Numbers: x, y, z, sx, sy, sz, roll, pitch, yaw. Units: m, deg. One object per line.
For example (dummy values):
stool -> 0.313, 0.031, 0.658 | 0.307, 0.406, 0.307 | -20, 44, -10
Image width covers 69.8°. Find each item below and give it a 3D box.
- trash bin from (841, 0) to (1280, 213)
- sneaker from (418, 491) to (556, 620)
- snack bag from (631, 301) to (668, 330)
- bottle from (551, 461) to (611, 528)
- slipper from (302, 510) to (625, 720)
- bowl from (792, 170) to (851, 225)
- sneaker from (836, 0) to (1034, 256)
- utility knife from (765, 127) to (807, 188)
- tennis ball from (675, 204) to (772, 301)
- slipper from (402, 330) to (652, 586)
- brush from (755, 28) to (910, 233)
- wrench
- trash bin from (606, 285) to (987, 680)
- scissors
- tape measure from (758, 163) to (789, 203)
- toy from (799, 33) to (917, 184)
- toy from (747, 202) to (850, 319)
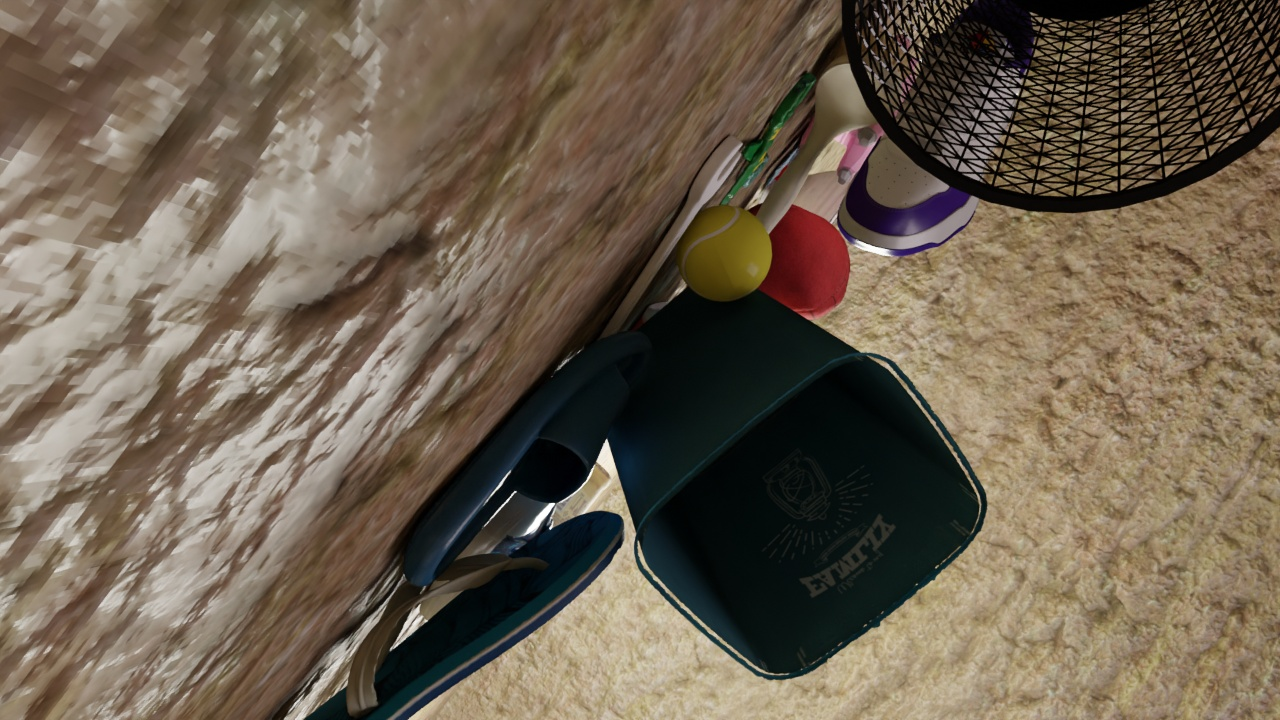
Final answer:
trash bin -> 0.248, -0.236, 0.506 | 0.242, 0.217, 0.218 | -56, 179, -45
sneaker -> -0.100, 0.157, 0.712 | 0.087, 0.079, 0.236 | -38, 166, -47
snack bag -> -0.005, 0.005, 0.772 | 0.116, 0.036, 0.077 | -53, 174, 14
bottle -> -0.099, 0.161, 0.899 | 0.162, 0.056, 0.056 | -50, 174, -12
slipper -> -0.141, 0.173, 0.572 | 0.294, 0.060, 0.118 | -36, -173, -13
bowl -> 0.174, -0.157, 1.022 | 0.177, 0.071, 0.177 | -51, 174, -8
sneaker -> 0.230, -0.184, 0.683 | 0.243, 0.092, 0.111 | -53, 158, -28
utility knife -> 0.171, -0.223, 0.859 | 0.202, 0.020, 0.029 | -48, 171, -28
tennis ball -> 0.057, -0.073, 0.625 | 0.065, 0.065, 0.065 | -51, 174, -7
slipper -> -0.061, 0.064, 0.572 | 0.213, 0.059, 0.104 | -45, 172, -29
brush -> 0.113, -0.131, 0.716 | 0.273, 0.062, 0.077 | -56, 179, 34
wrench -> -0.010, -0.034, 0.615 | 0.274, 0.009, 0.047 | -55, 174, 29
trash bin -> 0.081, 0.060, 0.653 | 0.196, 0.199, 0.218 | -40, -150, 4
scissors -> 0.085, -0.149, 0.655 | 0.125, 0.011, 0.131 | -54, 175, 7
tape measure -> 0.140, -0.175, 0.884 | 0.062, 0.020, 0.060 | -49, 174, -20
toy -> 0.201, -0.232, 0.800 | 0.157, 0.067, 0.123 | -55, 174, -22
toy -> 0.103, -0.057, 0.845 | 0.216, 0.147, 0.099 | -49, 149, -9
